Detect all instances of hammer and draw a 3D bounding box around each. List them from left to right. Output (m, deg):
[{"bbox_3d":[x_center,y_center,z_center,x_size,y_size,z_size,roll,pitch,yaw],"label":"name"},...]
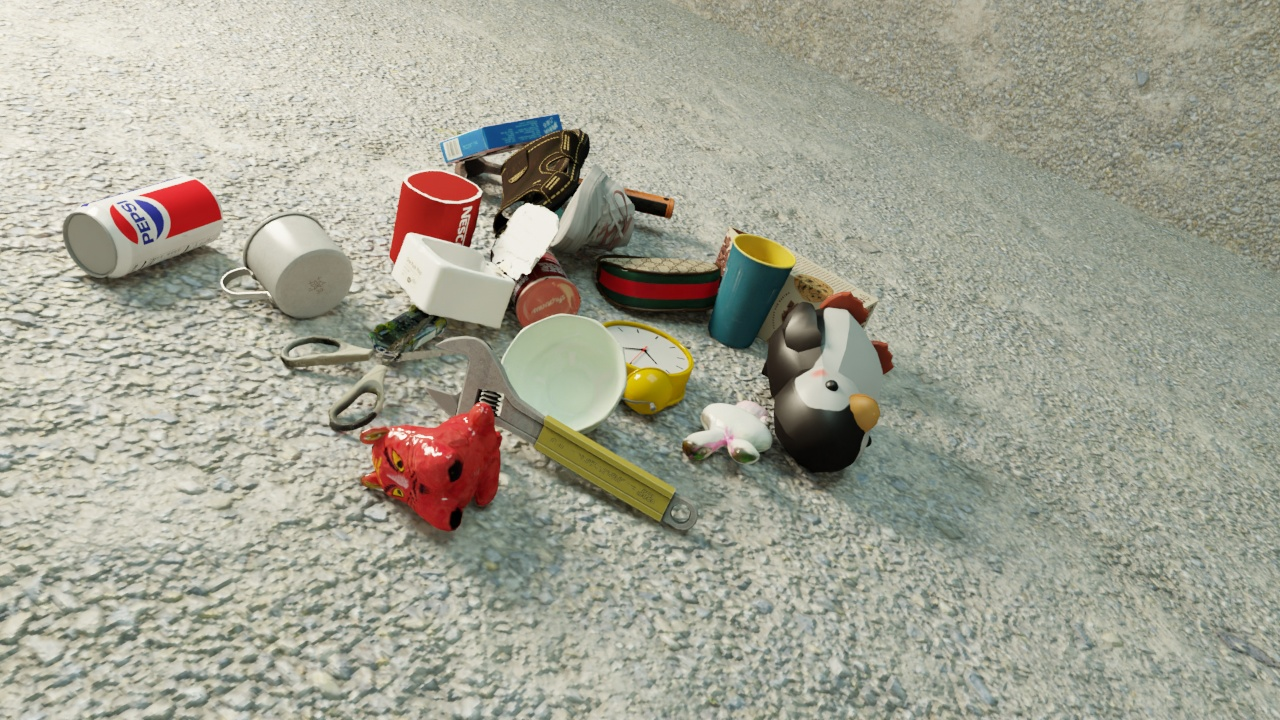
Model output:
[{"bbox_3d":[-0.107,-0.243,1.289,0.314,0.035,0.137,12,31,-4],"label":"hammer"}]

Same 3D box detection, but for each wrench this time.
[{"bbox_3d":[-0.068,0.068,0.799,0.273,0.084,0.018,29,7,5],"label":"wrench"}]

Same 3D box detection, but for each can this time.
[{"bbox_3d":[-0.471,-0.129,0.878,0.070,0.070,0.131,26,31,10],"label":"can"}]

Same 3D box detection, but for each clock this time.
[{"bbox_3d":[-0.006,0.005,0.953,0.113,0.052,0.151,26,27,10],"label":"clock"}]

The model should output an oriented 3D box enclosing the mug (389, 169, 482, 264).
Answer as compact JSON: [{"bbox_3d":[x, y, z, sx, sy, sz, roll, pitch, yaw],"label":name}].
[{"bbox_3d":[-0.223,-0.159,1.045,0.080,0.097,0.116,29,31,15],"label":"mug"}]

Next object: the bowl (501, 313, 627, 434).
[{"bbox_3d":[-0.069,0.021,0.857,0.117,0.061,0.117,-1,70,2],"label":"bowl"}]

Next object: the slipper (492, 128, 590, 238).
[{"bbox_3d":[-0.131,-0.236,1.165,0.076,0.113,0.267,45,35,-21],"label":"slipper"}]

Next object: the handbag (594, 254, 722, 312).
[{"bbox_3d":[0.025,-0.107,1.149,0.166,0.063,0.138,-2,25,-22],"label":"handbag"}]

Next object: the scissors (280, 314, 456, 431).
[{"bbox_3d":[-0.245,0.002,0.827,0.157,0.013,0.170,13,41,5],"label":"scissors"}]

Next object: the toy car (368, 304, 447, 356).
[{"bbox_3d":[-0.227,-0.026,0.895,0.039,0.027,0.089,28,34,13],"label":"toy car"}]

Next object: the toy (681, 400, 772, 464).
[{"bbox_3d":[0.095,0.072,0.916,0.079,0.038,0.122,17,28,21],"label":"toy"}]

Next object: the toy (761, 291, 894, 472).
[{"bbox_3d":[0.181,0.041,0.954,0.159,0.140,0.183,54,31,-26],"label":"toy"}]

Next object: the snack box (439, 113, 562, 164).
[{"bbox_3d":[-0.185,-0.301,1.244,0.088,0.033,0.153,-5,15,39],"label":"snack box"}]

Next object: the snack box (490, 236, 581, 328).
[{"bbox_3d":[-0.119,-0.091,1.022,0.072,0.072,0.121,2,33,-28],"label":"snack box"}]

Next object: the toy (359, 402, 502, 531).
[{"bbox_3d":[-0.160,0.071,0.738,0.094,0.088,0.132,10,14,18],"label":"toy"}]

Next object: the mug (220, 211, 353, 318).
[{"bbox_3d":[-0.341,-0.084,0.883,0.113,0.084,0.070,-35,58,-20],"label":"mug"}]

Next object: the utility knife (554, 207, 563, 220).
[{"bbox_3d":[-0.116,-0.206,1.269,0.022,0.015,0.141,7,30,-19],"label":"utility knife"}]

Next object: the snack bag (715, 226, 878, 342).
[{"bbox_3d":[0.178,-0.079,1.152,0.206,0.095,0.069,34,33,24],"label":"snack bag"}]

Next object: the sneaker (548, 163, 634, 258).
[{"bbox_3d":[-0.049,-0.176,1.152,0.089,0.099,0.235,31,25,-8],"label":"sneaker"}]

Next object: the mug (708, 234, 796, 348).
[{"bbox_3d":[0.128,-0.079,1.096,0.078,0.122,0.078,14,31,-9],"label":"mug"}]

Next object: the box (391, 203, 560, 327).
[{"bbox_3d":[-0.158,-0.112,0.957,0.151,0.132,0.107,10,22,-40],"label":"box"}]
